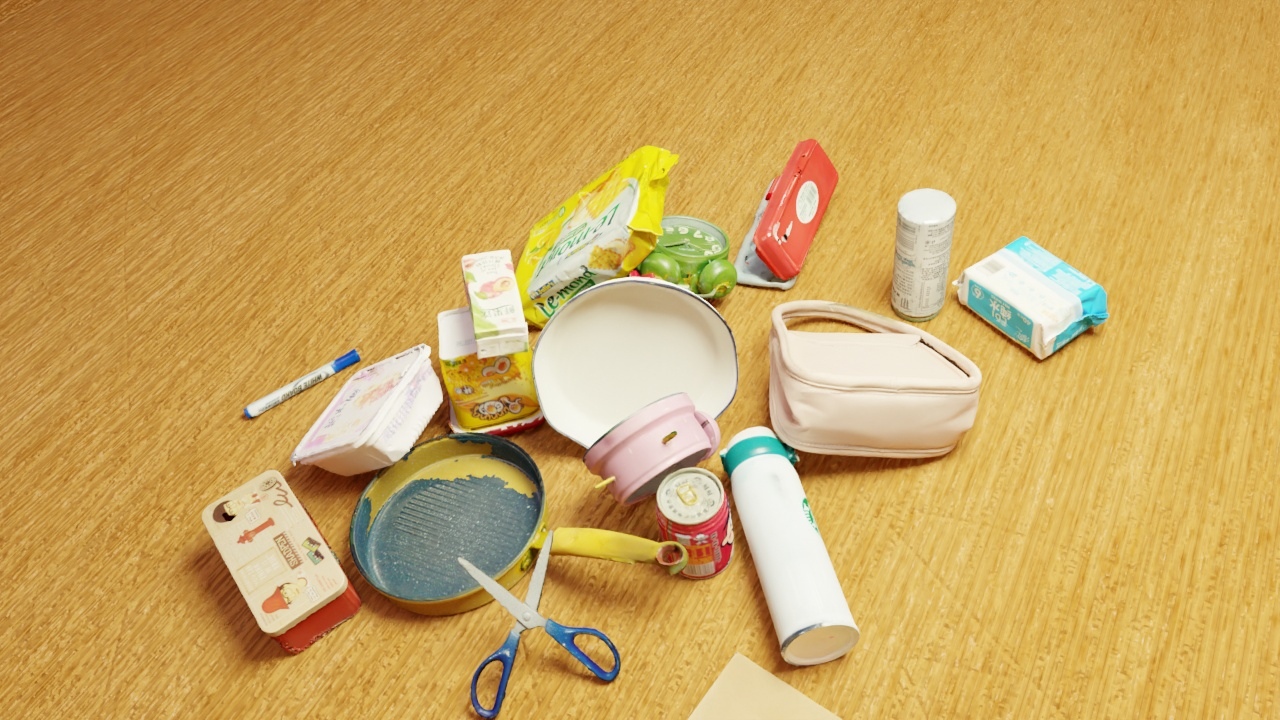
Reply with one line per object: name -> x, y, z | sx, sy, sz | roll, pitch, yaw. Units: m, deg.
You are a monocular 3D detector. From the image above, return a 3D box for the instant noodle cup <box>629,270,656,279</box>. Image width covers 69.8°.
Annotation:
instant noodle cup -> -0.020, -0.017, 1.003 | 0.124, 0.116, 0.116 | -22, 46, 7

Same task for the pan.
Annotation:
pan -> -0.118, 0.162, 0.873 | 0.358, 0.078, 0.197 | 11, 51, 21

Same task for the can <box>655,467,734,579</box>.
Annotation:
can -> 0.050, 0.148, 0.838 | 0.066, 0.094, 0.066 | -6, 47, 6

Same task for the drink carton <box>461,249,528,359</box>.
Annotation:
drink carton -> -0.148, -0.057, 0.932 | 0.053, 0.046, 0.122 | -9, 47, -11

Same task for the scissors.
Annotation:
scissors -> -0.097, 0.233, 0.791 | 0.174, 0.012, 0.162 | 38, 88, -3

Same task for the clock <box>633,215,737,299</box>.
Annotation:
clock -> 0.053, -0.116, 1.082 | 0.116, 0.056, 0.161 | 4, 36, -7

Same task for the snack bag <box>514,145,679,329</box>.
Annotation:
snack bag -> -0.055, -0.140, 1.081 | 0.247, 0.068, 0.157 | -29, 36, 37

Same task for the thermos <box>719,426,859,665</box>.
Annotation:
thermos -> 0.131, 0.157, 0.832 | 0.073, 0.073, 0.224 | -14, 46, -1

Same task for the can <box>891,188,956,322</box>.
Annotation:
can -> 0.303, -0.111, 0.989 | 0.058, 0.147, 0.058 | -6, 47, 6

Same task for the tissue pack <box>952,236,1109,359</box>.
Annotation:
tissue pack -> 0.416, -0.068, 0.983 | 0.090, 0.063, 0.140 | -29, 47, -13

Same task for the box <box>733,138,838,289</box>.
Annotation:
box -> 0.172, -0.175, 1.139 | 0.098, 0.095, 0.200 | -15, 38, 44

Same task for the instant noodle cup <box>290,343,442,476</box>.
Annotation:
instant noodle cup -> -0.281, 0.063, 0.972 | 0.174, 0.060, 0.137 | -19, 34, 45

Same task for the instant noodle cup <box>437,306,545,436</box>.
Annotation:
instant noodle cup -> -0.165, 0.007, 0.995 | 0.116, 0.124, 0.116 | -14, 47, -1

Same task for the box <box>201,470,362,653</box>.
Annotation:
box -> -0.350, 0.199, 0.900 | 0.091, 0.077, 0.168 | -33, 56, -20

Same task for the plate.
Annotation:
plate -> -0.005, 0.005, 0.917 | 0.205, 0.205, 0.045 | -10, 31, 3

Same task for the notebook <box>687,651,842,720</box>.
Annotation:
notebook -> 0.120, 0.338, 0.705 | 0.212, 0.012, 0.149 | 26, 57, 31

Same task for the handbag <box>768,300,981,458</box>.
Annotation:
handbag -> 0.216, -0.003, 0.941 | 0.193, 0.093, 0.233 | 2, 32, -10

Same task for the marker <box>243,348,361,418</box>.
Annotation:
marker -> -0.405, 0.028, 1.101 | 0.145, 0.017, 0.017 | -30, 49, -16

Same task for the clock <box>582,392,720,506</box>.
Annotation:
clock -> 0.017, 0.087, 0.873 | 0.117, 0.158, 0.060 | -38, 76, 14
